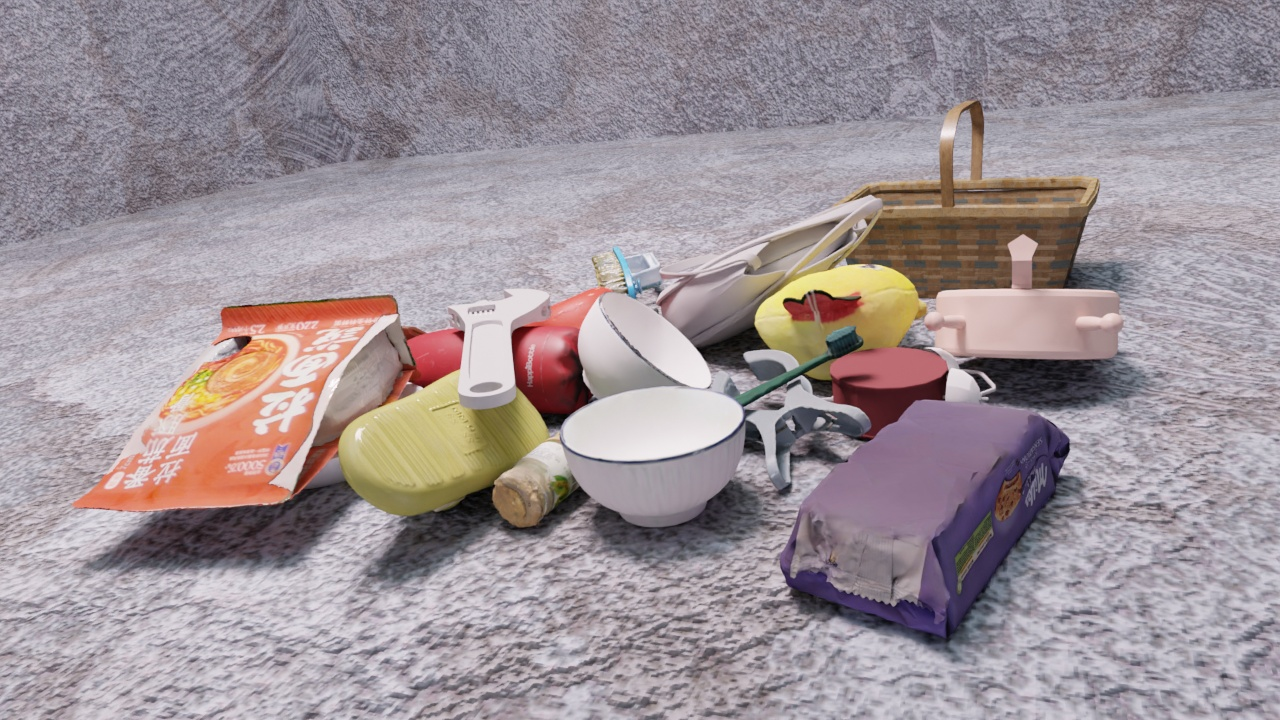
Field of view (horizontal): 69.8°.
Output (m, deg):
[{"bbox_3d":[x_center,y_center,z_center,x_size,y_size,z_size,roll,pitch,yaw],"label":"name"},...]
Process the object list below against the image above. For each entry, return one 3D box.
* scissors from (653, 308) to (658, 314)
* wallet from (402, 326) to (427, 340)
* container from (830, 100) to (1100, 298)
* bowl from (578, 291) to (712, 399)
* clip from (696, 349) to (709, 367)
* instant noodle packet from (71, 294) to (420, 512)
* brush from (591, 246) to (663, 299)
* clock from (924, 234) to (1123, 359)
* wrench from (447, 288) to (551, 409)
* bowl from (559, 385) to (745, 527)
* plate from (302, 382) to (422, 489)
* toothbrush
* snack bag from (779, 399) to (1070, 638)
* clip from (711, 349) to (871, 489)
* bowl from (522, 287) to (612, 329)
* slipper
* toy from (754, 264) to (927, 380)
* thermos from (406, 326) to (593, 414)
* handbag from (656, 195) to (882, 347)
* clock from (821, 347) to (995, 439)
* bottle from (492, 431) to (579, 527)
[{"bbox_3d":[0.026,-0.031,0.926,0.149,0.019,0.131,-17,21,-29],"label":"scissors"},{"bbox_3d":[-0.227,-0.017,0.895,0.121,0.013,0.087,2,-18,41],"label":"wallet"},{"bbox_3d":[0.335,-0.170,0.953,0.250,0.186,0.157,5,22,30],"label":"container"},{"bbox_3d":[-0.004,0.004,0.734,0.113,0.063,0.113,34,21,-15],"label":"bowl"},{"bbox_3d":[0.009,-0.004,0.822,0.102,0.054,0.057,-9,57,-6],"label":"clip"},{"bbox_3d":[-0.283,0.042,0.681,0.164,0.084,0.220,-2,31,12],"label":"instant noodle packet"},{"bbox_3d":[-0.012,-0.093,1.057,0.075,0.055,0.135,-13,20,-3],"label":"brush"},{"bbox_3d":[0.300,-0.039,0.716,0.131,0.086,0.160,2,-4,25],"label":"clock"},{"bbox_3d":[-0.104,-0.015,0.692,0.086,0.018,0.273,-7,18,-8],"label":"wrench"},{"bbox_3d":[0.011,0.066,0.589,0.118,0.062,0.118,-6,19,2],"label":"bowl"},{"bbox_3d":[-0.250,0.064,0.726,0.174,0.036,0.173,-6,19,2],"label":"plate"},{"bbox_3d":[0.071,0.025,0.652,0.190,0.017,0.016,-28,23,4],"label":"toothbrush"},{"bbox_3d":[0.166,0.073,0.520,0.096,0.058,0.204,8,25,38],"label":"snack bag"},{"bbox_3d":[0.085,0.044,0.662,0.106,0.028,0.163,-37,23,-5],"label":"clip"},{"bbox_3d":[-0.064,-0.035,0.866,0.130,0.045,0.130,-23,6,2],"label":"bowl"},{"bbox_3d":[-0.136,0.068,0.631,0.091,0.082,0.190,44,25,11],"label":"slipper"},{"bbox_3d":[0.175,-0.036,0.789,0.134,0.092,0.207,-9,7,25],"label":"toy"},{"bbox_3d":[-0.156,0.007,0.799,0.240,0.073,0.073,1,21,22],"label":"thermos"},{"bbox_3d":[0.136,-0.102,0.855,0.215,0.095,0.223,-26,-4,-44],"label":"handbag"},{"bbox_3d":[0.193,0.022,0.674,0.124,0.044,0.087,-6,19,3],"label":"clock"},{"bbox_3d":[-0.055,0.071,0.626,0.043,0.043,0.110,4,23,29],"label":"bottle"}]
